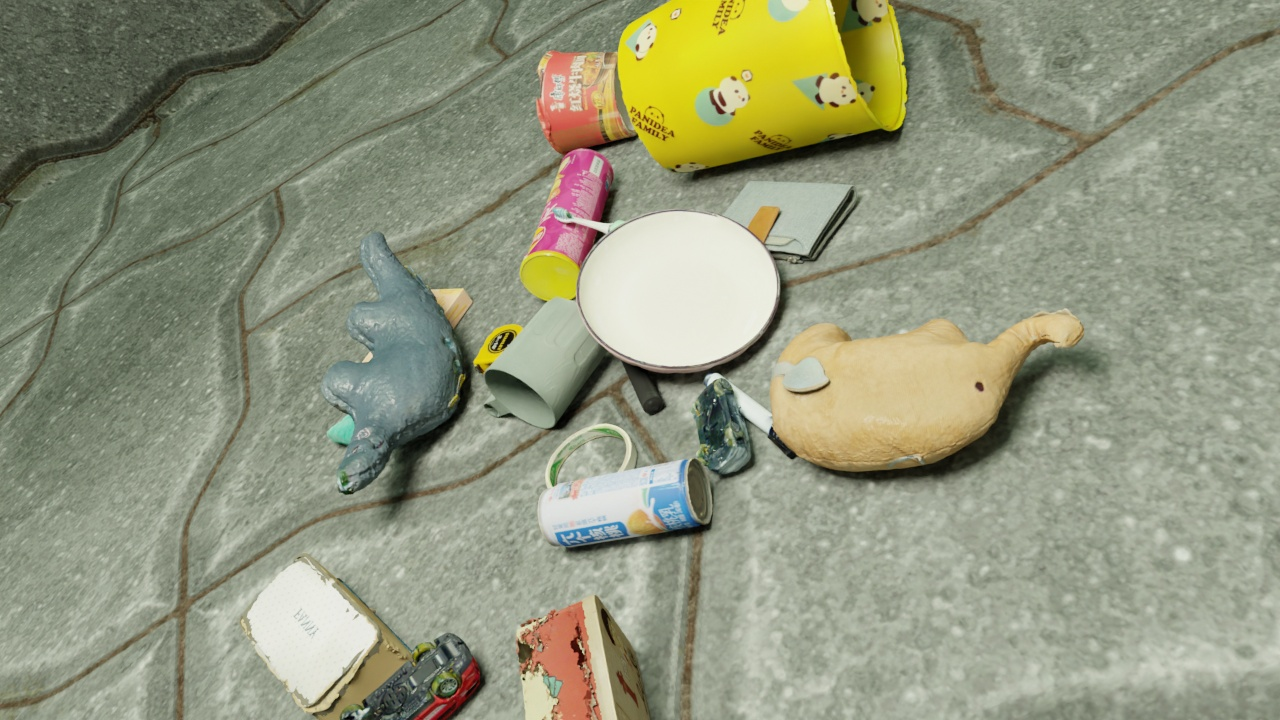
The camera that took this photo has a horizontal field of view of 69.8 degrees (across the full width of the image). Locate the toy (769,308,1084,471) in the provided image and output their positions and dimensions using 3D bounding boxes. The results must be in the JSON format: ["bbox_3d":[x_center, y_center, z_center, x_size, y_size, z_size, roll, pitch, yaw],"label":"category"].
[{"bbox_3d":[0.205,0.019,0.677,0.226,0.082,0.143,-5,52,26],"label":"toy"}]

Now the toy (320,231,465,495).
[{"bbox_3d":[-0.253,0.005,0.965,0.092,0.137,0.355,-44,35,33],"label":"toy"}]

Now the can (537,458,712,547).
[{"bbox_3d":[-0.013,0.116,0.739,0.135,0.053,0.053,-14,41,22],"label":"can"}]

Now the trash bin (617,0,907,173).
[{"bbox_3d":[0.130,-0.329,1.008,0.256,0.229,0.228,-11,42,33],"label":"trash bin"}]

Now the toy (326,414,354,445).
[{"bbox_3d":[-0.303,0.072,1.006,0.092,0.030,0.096,4,44,34],"label":"toy"}]

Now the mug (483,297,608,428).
[{"bbox_3d":[-0.099,0.005,0.911,0.103,0.083,0.124,-54,18,-27],"label":"mug"}]

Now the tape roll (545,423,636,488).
[{"bbox_3d":[-0.045,0.093,0.818,0.086,0.014,0.085,-19,40,16],"label":"tape roll"}]

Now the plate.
[{"bbox_3d":[0.036,-0.062,0.878,0.192,0.039,0.192,-2,56,3],"label":"plate"}]

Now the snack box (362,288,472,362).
[{"bbox_3d":[-0.272,-0.023,1.092,0.085,0.026,0.156,1,48,35],"label":"snack box"}]

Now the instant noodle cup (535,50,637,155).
[{"bbox_3d":[-0.062,-0.350,1.232,0.109,0.138,0.137,-1,46,21],"label":"instant noodle cup"}]

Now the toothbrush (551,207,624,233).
[{"bbox_3d":[0.001,-0.130,0.974,0.225,0.027,0.026,19,70,26],"label":"toothbrush"}]

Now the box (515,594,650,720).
[{"bbox_3d":[-0.037,0.244,0.584,0.077,0.091,0.168,-24,38,4],"label":"box"}]

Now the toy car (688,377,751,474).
[{"bbox_3d":[0.068,0.054,0.763,0.043,0.034,0.090,-50,30,29],"label":"toy car"}]

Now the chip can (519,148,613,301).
[{"bbox_3d":[-0.083,-0.163,1.081,0.071,0.071,0.210,-12,41,23],"label":"chip can"}]

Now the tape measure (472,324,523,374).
[{"bbox_3d":[-0.144,-0.011,0.988,0.057,0.029,0.059,-6,45,31],"label":"tape measure"}]

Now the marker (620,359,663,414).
[{"bbox_3d":[-0.005,0.005,0.883,0.132,0.020,0.022,-116,41,-53],"label":"marker"}]

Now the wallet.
[{"bbox_3d":[0.140,-0.146,0.938,0.130,0.037,0.106,14,55,43],"label":"wallet"}]

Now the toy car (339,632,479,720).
[{"bbox_3d":[-0.175,0.263,0.695,0.120,0.045,0.053,-37,36,-15],"label":"toy car"}]

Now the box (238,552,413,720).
[{"bbox_3d":[-0.263,0.239,0.774,0.089,0.059,0.184,-47,42,-17],"label":"box"}]

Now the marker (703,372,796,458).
[{"bbox_3d":[0.093,0.044,0.776,0.022,0.018,0.131,-47,40,-4],"label":"marker"}]
